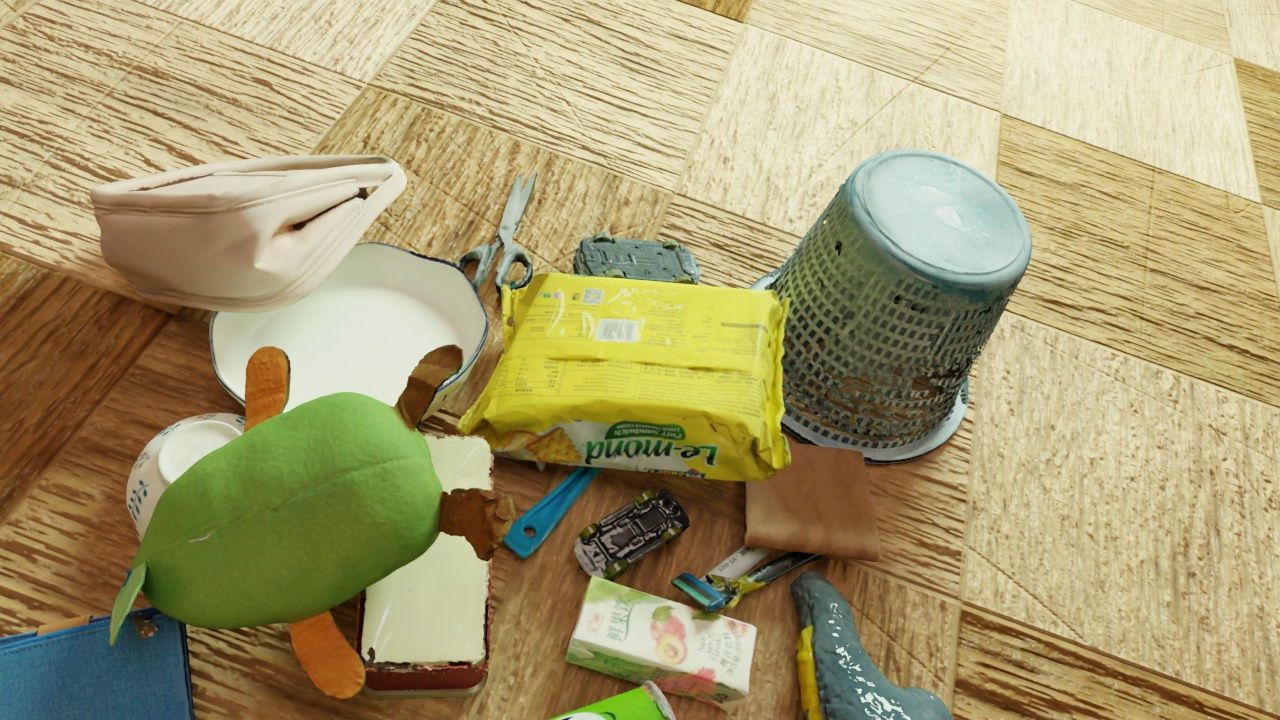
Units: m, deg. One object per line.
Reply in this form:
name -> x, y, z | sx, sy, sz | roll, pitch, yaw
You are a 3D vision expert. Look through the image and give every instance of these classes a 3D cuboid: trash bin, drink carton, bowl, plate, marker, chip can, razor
trash bin -> 0.209, -0.058, 0.769 | 0.226, 0.196, 0.226 | 6, 53, -8
drink carton -> 0.014, 0.196, 0.632 | 0.122, 0.046, 0.053 | 17, 47, -1
bowl -> -0.297, 0.081, 0.635 | 0.113, 0.062, 0.113 | 7, 53, -10
plate -> -0.221, -0.015, 0.709 | 0.205, 0.046, 0.204 | 4, 42, -4
marker -> 0.089, 0.144, 0.706 | 0.130, 0.018, 0.023 | -30, 41, -30
chip can -> -0.090, 0.263, 0.544 | 0.235, 0.072, 0.072 | -12, 58, -20
razor -> 0.089, 0.157, 0.677 | 0.142, 0.022, 0.043 | -12, 25, -36

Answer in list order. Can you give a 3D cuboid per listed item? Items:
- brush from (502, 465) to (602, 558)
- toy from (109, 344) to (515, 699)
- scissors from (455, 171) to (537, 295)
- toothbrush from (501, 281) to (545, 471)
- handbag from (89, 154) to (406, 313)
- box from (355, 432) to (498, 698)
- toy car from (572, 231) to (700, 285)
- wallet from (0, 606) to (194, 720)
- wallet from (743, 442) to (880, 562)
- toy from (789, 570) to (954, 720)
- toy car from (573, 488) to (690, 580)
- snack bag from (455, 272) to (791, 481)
brush -> -0.015, 0.063, 0.732 | 0.083, 0.046, 0.254 | 40, 60, 11
toy -> -0.200, 0.090, 0.561 | 0.247, 0.090, 0.226 | -22, 69, 3
scissors -> -0.131, -0.120, 0.845 | 0.145, 0.014, 0.172 | -24, 51, -16
toothbrush -> -0.098, 0.008, 0.762 | 0.018, 0.016, 0.191 | -9, 56, -7
handbag -> -0.294, -0.129, 0.750 | 0.194, 0.093, 0.233 | 7, 31, 27
box -> -0.141, 0.132, 0.622 | 0.091, 0.080, 0.168 | 2, 55, -11
toy car -> -0.003, -0.085, 0.840 | 0.120, 0.037, 0.054 | -1, 53, -26
wallet -> -0.340, 0.207, 0.547 | 0.133, 0.040, 0.106 | -9, 66, -21
wallet -> 0.131, 0.107, 0.720 | 0.101, 0.020, 0.115 | 7, 36, 2
toy -> 0.193, 0.294, 0.585 | 0.137, 0.092, 0.356 | -8, 53, -52
toy car -> -0.008, 0.132, 0.680 | 0.090, 0.035, 0.042 | -27, 63, -28
snack bag -> -0.004, 0.004, 0.707 | 0.247, 0.068, 0.157 | 4, 53, 10
